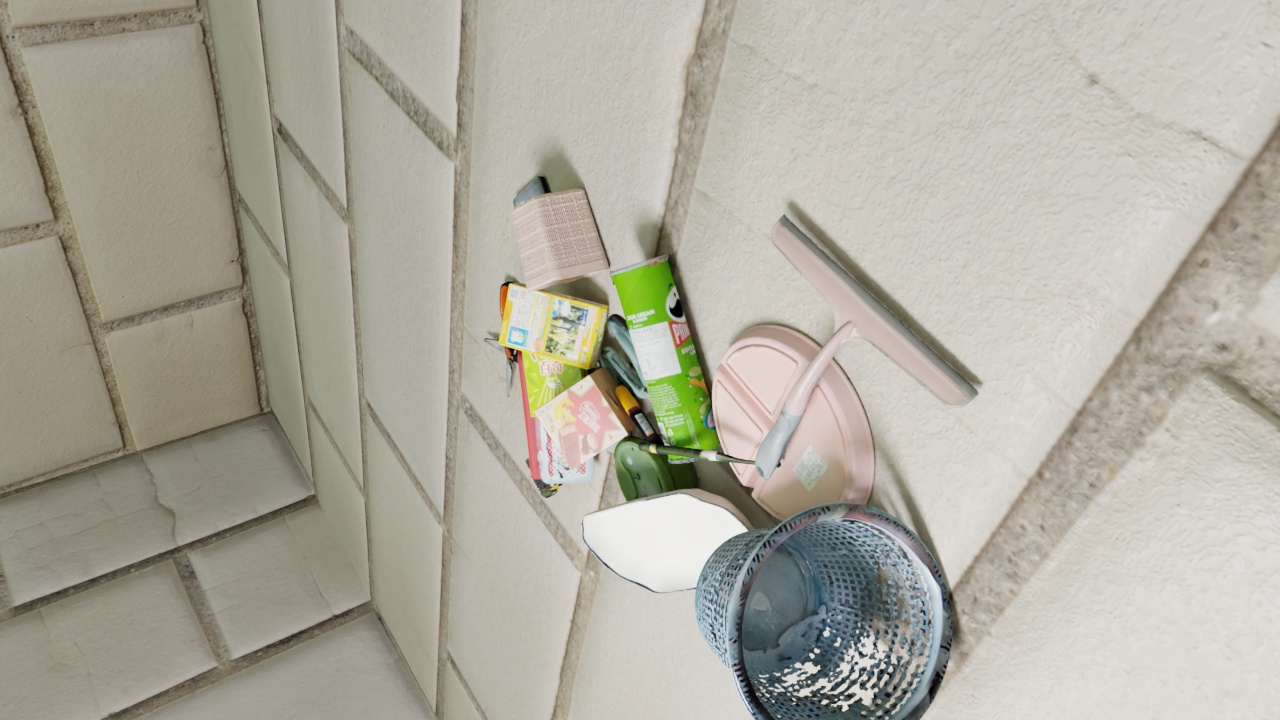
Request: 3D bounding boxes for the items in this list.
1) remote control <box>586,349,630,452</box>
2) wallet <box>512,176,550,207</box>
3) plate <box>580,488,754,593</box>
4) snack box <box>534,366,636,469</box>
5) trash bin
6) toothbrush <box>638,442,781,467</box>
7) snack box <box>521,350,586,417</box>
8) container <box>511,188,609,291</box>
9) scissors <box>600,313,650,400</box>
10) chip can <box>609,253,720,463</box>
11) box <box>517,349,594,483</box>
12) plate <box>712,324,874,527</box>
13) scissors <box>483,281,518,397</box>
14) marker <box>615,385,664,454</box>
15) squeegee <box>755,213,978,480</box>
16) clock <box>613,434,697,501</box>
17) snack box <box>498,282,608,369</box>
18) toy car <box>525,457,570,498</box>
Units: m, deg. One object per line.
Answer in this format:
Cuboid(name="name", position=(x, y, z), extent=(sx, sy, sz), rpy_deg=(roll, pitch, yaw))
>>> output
Cuboid(name="remote control", position=(-0.047, 0.058, 1.276), extent=(0.058, 0.021, 0.150), rpy_deg=(2, 109, 58))
Cuboid(name="wallet", position=(-0.139, -0.188, 1.289), extent=(0.097, 0.019, 0.121), rpy_deg=(-21, 88, 57))
Cuboid(name="plate", position=(0.040, 0.218, 1.134), extent=(0.267, 0.034, 0.162), rpy_deg=(-24, 116, 44))
Cuboid(name="snack box", position=(-0.069, 0.075, 1.214), extent=(0.094, 0.077, 0.093), rpy_deg=(-33, 90, 15))
Cuboid(name="trash bin", position=(0.154, 0.249, 0.908), extent=(0.226, 0.226, 0.195), rpy_deg=(71, 162, -1))
Cuboid(name="toothbrush", position=(0.072, 0.101, 1.014), extent=(0.186, 0.012, 0.017), rpy_deg=(3, 103, 38))
Cuboid(name="snack box", position=(-0.120, -0.003, 1.273), extent=(0.086, 0.026, 0.156), rpy_deg=(-5, 95, 18))
Cuboid(name="container", position=(-0.108, -0.157, 1.189), extent=(0.090, 0.089, 0.111), rpy_deg=(-10, 96, 59))
Cuboid(name="scissors", position=(-0.007, 0.006, 1.151), extent=(0.170, 0.019, 0.181), rpy_deg=(44, 157, 40))
Cuboid(name="chip can", position=(0.031, -0.002, 1.069), extent=(0.072, 0.072, 0.236), rpy_deg=(-9, 100, 59))
Cuboid(name="box", position=(-0.123, 0.077, 1.361), extent=(0.102, 0.100, 0.201), rpy_deg=(-110, 15, -75))
Cuboid(name="plate", position=(0.150, 0.075, 0.968), extent=(0.229, 0.028, 0.230), rpy_deg=(33, 133, 44))
Cuboid(name="scissors", position=(-0.197, -0.019, 1.472), extent=(0.221, 0.021, 0.234), rpy_deg=(41, 138, 41))
Cuboid(name="marker", position=(-0.001, 0.075, 1.164), extent=(0.124, 0.018, 0.015), rpy_deg=(54, 158, 42))
Cuboid(name="squeegee", position=(0.156, 0.036, 0.875), extent=(0.247, 0.040, 0.250), rpy_deg=(48, 136, 28))
Cuboid(name="clock", position=(0.013, 0.153, 1.202), extent=(0.162, 0.056, 0.116), rpy_deg=(-13, 95, 59))
Cuboid(name="snack box", position=(-0.118, -0.047, 1.232), extent=(0.140, 0.033, 0.087), rpy_deg=(16, 102, 20))
Cuboid(name="toy car", position=(-0.134, 0.164, 1.455), extent=(0.071, 0.041, 0.156), rpy_deg=(61, 142, 15))
